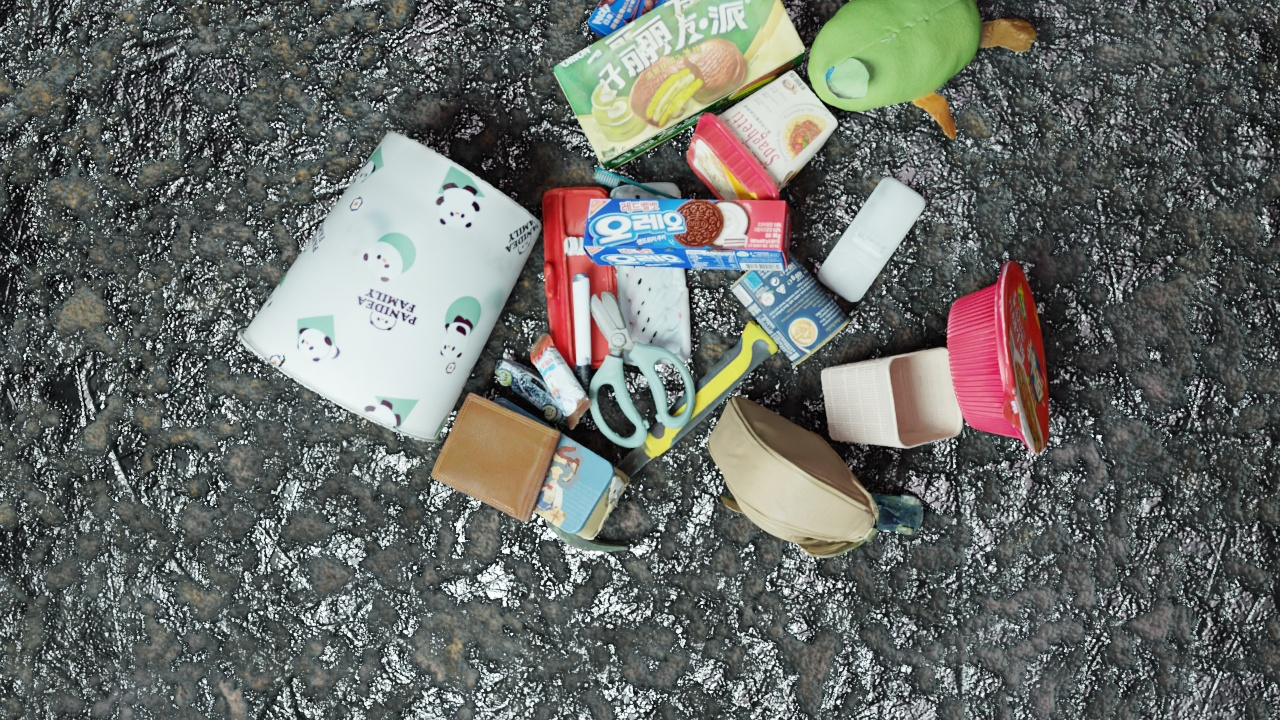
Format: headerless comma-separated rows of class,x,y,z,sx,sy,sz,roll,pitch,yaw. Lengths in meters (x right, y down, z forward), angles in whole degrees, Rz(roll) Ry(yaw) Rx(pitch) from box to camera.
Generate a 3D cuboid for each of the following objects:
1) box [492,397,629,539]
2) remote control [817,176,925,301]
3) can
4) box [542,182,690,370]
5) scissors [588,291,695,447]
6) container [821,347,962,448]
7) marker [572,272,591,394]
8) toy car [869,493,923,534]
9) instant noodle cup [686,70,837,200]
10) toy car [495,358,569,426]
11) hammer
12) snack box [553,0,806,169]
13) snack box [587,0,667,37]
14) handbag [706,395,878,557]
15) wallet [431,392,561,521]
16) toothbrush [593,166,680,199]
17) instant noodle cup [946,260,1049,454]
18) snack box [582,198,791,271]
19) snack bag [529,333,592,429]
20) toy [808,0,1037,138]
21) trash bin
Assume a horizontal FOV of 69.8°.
box,-0.108,0.112,0.985,0.184,0.059,0.089,26,82,22
remote control,0.248,-0.130,0.989,0.056,0.020,0.136,34,94,3
can,0.157,-0.061,0.972,0.075,0.075,0.111,-40,87,5
box,-0.026,-0.093,1.012,0.158,0.038,0.201,-4,91,-4
scissors,0.000,-0.001,0.981,0.139,0.019,0.180,-13,91,-3
container,0.251,0.038,0.939,0.090,0.111,0.090,-9,91,-29
marker,-0.064,-0.029,0.984,0.022,0.018,0.131,-2,94,6
toy car,0.258,0.162,0.990,0.090,0.034,0.043,4,89,3
instant noodle cup,0.128,-0.226,0.958,0.124,0.117,0.116,-41,87,-6
toy car,-0.114,0.033,1.016,0.105,0.049,0.031,38,97,2
hammer,0.025,0.086,1.013,0.323,0.032,0.126,-43,87,5
snack box,0.040,-0.306,0.955,0.240,0.063,0.114,-27,90,9
snack box,0.030,-0.360,1.000,0.157,0.026,0.084,34,95,4
handbag,0.144,0.117,0.919,0.147,0.204,0.100,26,103,-13
wallet,-0.149,0.100,0.957,0.125,0.032,0.101,20,83,24
toothbrush,0.038,-0.168,0.992,0.191,0.016,0.018,21,96,-9
instant noodle cup,0.356,0.000,0.917,0.066,0.193,0.194,-8,91,32
snack box,0.046,-0.127,0.934,0.208,0.057,0.058,3,76,15
snack bag,-0.086,0.020,0.979,0.045,0.026,0.105,-49,62,30
toy,0.270,-0.329,0.934,0.246,0.090,0.227,-29,83,-16
trash bin,-0.243,-0.079,0.946,0.229,0.229,0.252,30,89,4
